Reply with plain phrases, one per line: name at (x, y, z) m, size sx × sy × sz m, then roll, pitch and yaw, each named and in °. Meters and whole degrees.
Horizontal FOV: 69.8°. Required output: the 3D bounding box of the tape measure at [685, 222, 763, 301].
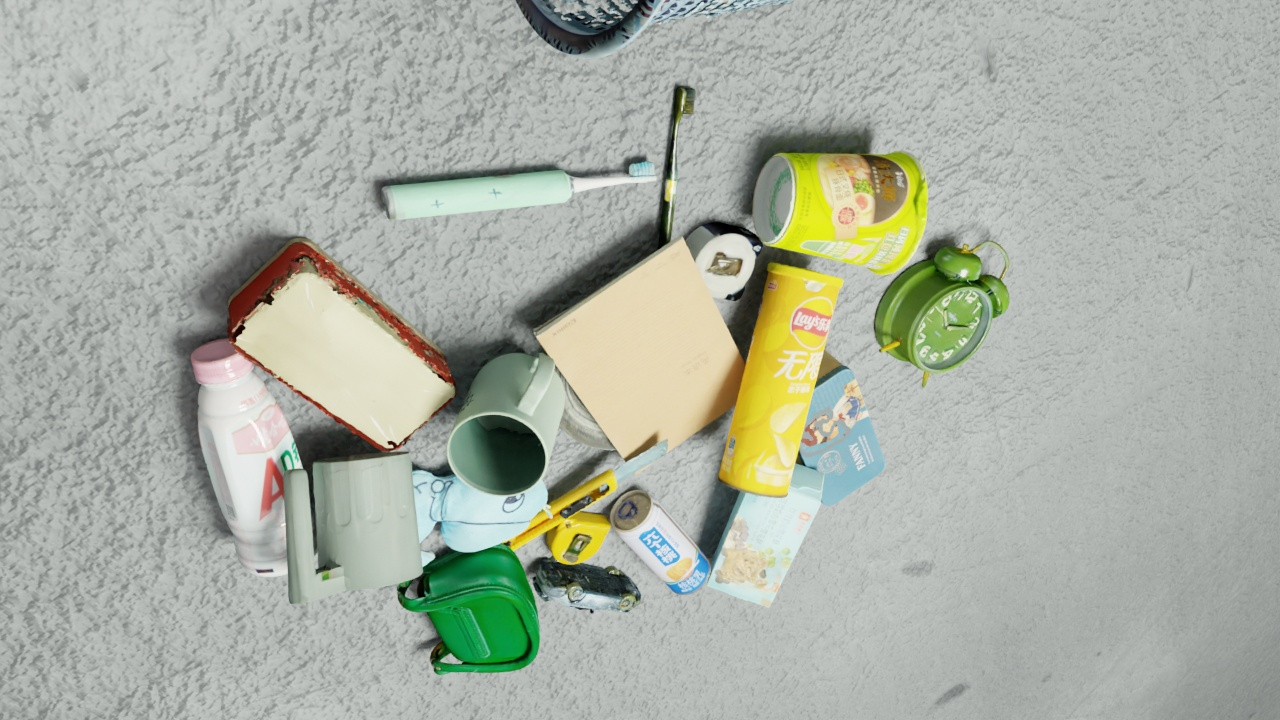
tape measure at (0.070, -0.090, 0.828) m, size 0.066 × 0.033 × 0.066 m, roll 5°, pitch 115°, yaw -29°

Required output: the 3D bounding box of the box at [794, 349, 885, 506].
box at (0.196, 0.074, 0.974) m, size 0.090 × 0.061 × 0.184 m, roll -34°, pitch 126°, yaw -3°

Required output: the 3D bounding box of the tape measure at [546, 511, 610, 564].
tape measure at (-0.065, 0.181, 0.929) m, size 0.060 × 0.029 × 0.057 m, roll 14°, pitch 112°, yaw -32°

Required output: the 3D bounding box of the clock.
clock at (0.320, -0.056, 0.958) m, size 0.116 × 0.056 × 0.161 m, roll 31°, pitch 102°, yaw -38°

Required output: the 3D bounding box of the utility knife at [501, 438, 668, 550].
utility knife at (-0.061, 0.135, 0.888) m, size 0.215 × 0.015 × 0.033 m, roll -32°, pitch 133°, yaw 8°

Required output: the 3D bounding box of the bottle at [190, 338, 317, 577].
bottle at (-0.307, 0.078, 0.725) m, size 0.068 × 0.068 × 0.197 m, roll -14°, pitch 121°, yaw -18°

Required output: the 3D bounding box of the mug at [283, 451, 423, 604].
mug at (-0.236, 0.131, 0.743) m, size 0.123 × 0.084 × 0.103 m, roll -2°, pitch 87°, yaw -63°

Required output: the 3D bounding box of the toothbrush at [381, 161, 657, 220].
toothbrush at (-0.089, -0.135, 0.725) m, size 0.224 × 0.026 × 0.027 m, roll -10°, pitch 101°, yaw -21°

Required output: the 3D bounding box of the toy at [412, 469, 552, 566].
toy at (-0.159, 0.134, 0.842) m, size 0.156 × 0.049 × 0.162 m, roll 22°, pitch 109°, yaw -30°

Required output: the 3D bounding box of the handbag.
handbag at (-0.161, 0.247, 0.892) m, size 0.120 × 0.068 × 0.131 m, roll -16°, pitch 128°, yaw -2°

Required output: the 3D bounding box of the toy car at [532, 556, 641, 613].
toy car at (-0.054, 0.236, 0.952) m, size 0.120 × 0.054 × 0.037 m, roll 17°, pitch 107°, yaw -34°

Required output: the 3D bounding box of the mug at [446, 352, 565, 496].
mug at (-0.102, 0.039, 0.760) m, size 0.082 × 0.106 × 0.112 m, roll 29°, pitch 120°, yaw -11°

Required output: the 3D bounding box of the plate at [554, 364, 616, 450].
plate at (-0.005, 0.005, 0.853) m, size 0.179 × 0.024 × 0.180 m, roll -14°, pitch 128°, yaw -19°

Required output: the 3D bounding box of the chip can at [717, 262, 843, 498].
chip can at (0.130, 0.018, 0.864) m, size 0.072 × 0.072 × 0.213 m, roll 9°, pitch 98°, yaw -30°

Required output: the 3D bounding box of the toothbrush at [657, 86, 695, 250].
toothbrush at (0.028, -0.141, 0.789) m, size 0.017 × 0.012 × 0.186 m, roll -13°, pitch 125°, yaw -32°

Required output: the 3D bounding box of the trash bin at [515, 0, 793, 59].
trash bin at (0.040, -0.311, 0.583) m, size 0.194 × 0.226 × 0.227 m, roll -13°, pitch 125°, yaw -34°

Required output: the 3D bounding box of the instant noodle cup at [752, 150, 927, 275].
instant noodle cup at (0.169, -0.135, 0.808) m, size 0.123 × 0.111 × 0.112 m, roll 2°, pitch 118°, yaw -19°

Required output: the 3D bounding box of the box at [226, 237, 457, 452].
box at (-0.224, -0.006, 0.706) m, size 0.091 × 0.077 × 0.168 m, roll -42°, pitch 129°, yaw 3°

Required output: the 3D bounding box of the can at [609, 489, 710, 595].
can at (0.022, 0.192, 0.963) m, size 0.053 × 0.053 × 0.134 m, roll -38°, pitch 128°, yaw -1°

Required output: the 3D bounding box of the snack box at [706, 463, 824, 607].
snack box at (0.131, 0.182, 0.977) m, size 0.074 × 0.051 × 0.175 m, roll 19°, pitch 126°, yaw 4°

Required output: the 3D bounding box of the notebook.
notebook at (0.013, 0.002, 0.836) m, size 0.149 × 0.012 × 0.211 m, roll -34°, pitch 132°, yaw -3°
